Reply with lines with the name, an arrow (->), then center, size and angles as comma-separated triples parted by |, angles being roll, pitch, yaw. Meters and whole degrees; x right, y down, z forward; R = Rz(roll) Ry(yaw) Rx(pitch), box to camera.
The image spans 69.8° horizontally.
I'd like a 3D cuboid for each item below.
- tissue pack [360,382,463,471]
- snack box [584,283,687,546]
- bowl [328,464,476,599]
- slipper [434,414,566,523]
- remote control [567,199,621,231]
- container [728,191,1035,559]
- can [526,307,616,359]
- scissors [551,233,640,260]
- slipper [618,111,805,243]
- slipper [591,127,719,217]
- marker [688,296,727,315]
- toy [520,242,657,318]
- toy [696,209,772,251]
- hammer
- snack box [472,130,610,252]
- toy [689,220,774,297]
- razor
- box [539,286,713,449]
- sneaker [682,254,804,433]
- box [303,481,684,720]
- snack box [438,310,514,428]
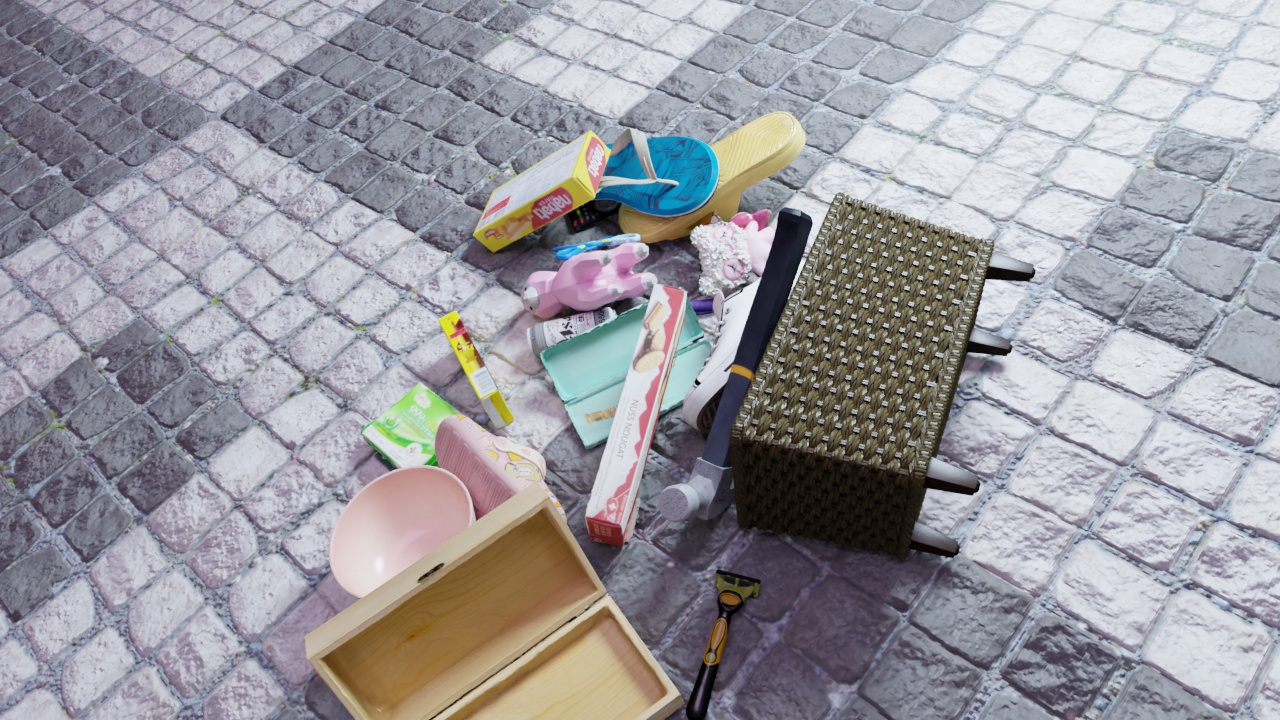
tissue pack -> -0.256, 0.085, 1.054 | 0.114, 0.034, 0.099 | 32, 64, 31
snack box -> 0.000, 0.054, 0.958 | 0.044, 0.077, 0.272 | 13, 64, 6
bowl -> -0.231, 0.190, 0.935 | 0.153, 0.076, 0.152 | -7, 49, 8
slipper -> -0.138, 0.129, 0.965 | 0.197, 0.093, 0.081 | 40, 37, 28
remote control -> -0.031, -0.217, 1.250 | 0.140, 0.021, 0.045 | -23, 47, 1
container -> 0.241, 0.021, 0.895 | 0.205, 0.177, 0.320 | 15, 57, 20
can -> -0.079, -0.032, 1.097 | 0.106, 0.044, 0.044 | -13, 50, 4
scissors -> -0.060, -0.147, 1.167 | 0.127, 0.013, 0.125 | 0, 19, 24
slipper -> 0.096, -0.219, 1.179 | 0.264, 0.078, 0.099 | -29, 48, 18
slipper -> -0.021, -0.253, 1.194 | 0.295, 0.060, 0.118 | 12, 70, 41
marker -> 0.106, -0.068, 1.099 | 0.134, 0.015, 0.018 | -7, 66, 9
toy -> -0.066, -0.095, 1.117 | 0.158, 0.067, 0.123 | -11, 6, 45
toy -> 0.120, -0.154, 1.143 | 0.102, 0.065, 0.050 | -8, 17, 10
hammer -> 0.103, 0.004, 0.893 | 0.035, 0.139, 0.312 | 21, 98, 27
snack box -> -0.131, -0.219, 1.201 | 0.201, 0.042, 0.092 | -21, 41, 39
toy -> 0.115, -0.129, 1.098 | 0.109, 0.041, 0.095 | -12, 79, 5
razor -> 0.070, 0.261, 0.841 | 0.044, 0.021, 0.143 | 10, 57, 21
box -> -0.006, 0.009, 1.051 | 0.187, 0.055, 0.138 | -24, 78, -7
sneaker -> 0.107, -0.032, 1.014 | 0.097, 0.091, 0.244 | 28, 66, 25
box -> -0.131, 0.279, 0.830 | 0.247, 0.119, 0.252 | -33, 75, -12
snack box -> -0.195, 0.010, 1.080 | 0.025, 0.061, 0.149 | -28, 51, -10
